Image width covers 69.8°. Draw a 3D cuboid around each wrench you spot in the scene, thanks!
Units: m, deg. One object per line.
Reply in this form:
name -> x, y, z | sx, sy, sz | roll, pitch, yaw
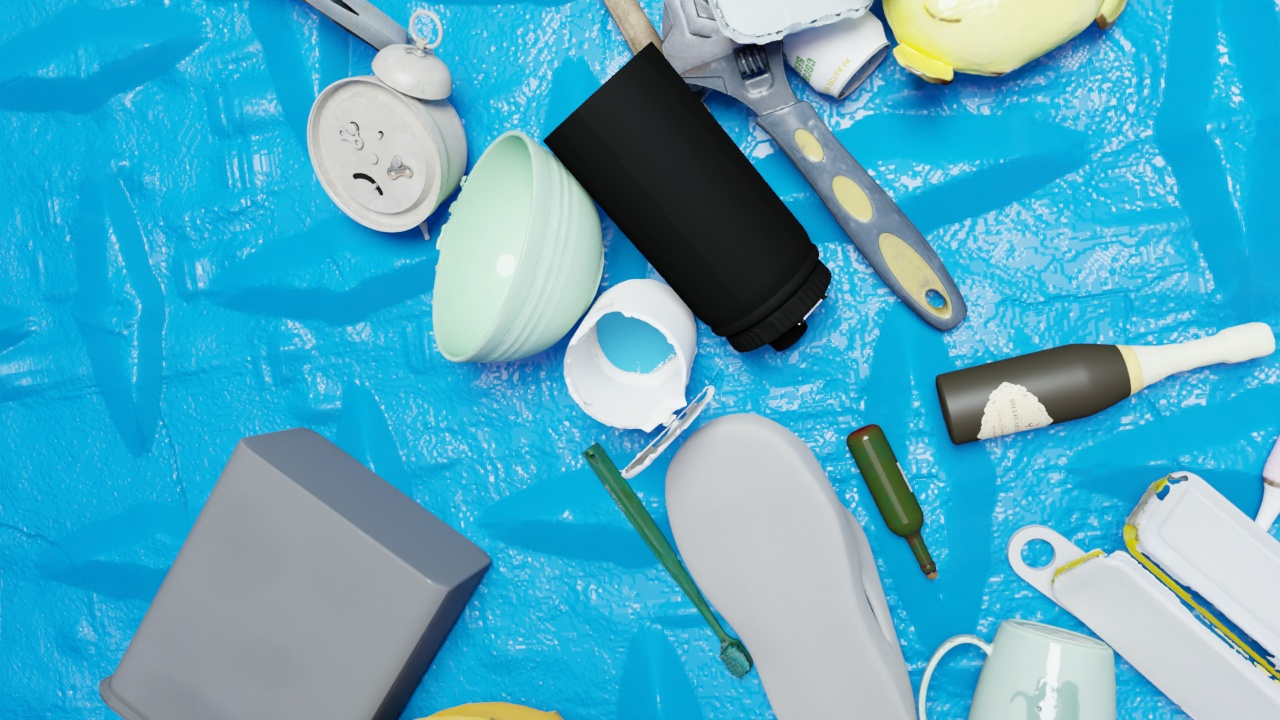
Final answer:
wrench -> 0.110, -0.124, 0.563 | 0.073, 0.022, 0.273 | -38, 99, 20
wrench -> 0.352, 0.184, 0.559 | 0.273, 0.018, 0.087 | 38, 101, 10

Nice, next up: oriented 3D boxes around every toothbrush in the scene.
toothbrush -> 0.391, 0.045, 0.537 | 0.026, 0.027, 0.223 | 25, 100, 26
toothbrush -> 0.018, 0.138, 0.635 | 0.016, 0.017, 0.190 | -37, 85, 13

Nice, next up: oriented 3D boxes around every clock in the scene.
clock -> -0.160, -0.162, 0.620 | 0.103, 0.061, 0.157 | 32, 126, 4

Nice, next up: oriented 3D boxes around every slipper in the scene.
slipper -> 0.108, 0.143, 0.593 | 0.113, 0.080, 0.266 | -20, 104, 34

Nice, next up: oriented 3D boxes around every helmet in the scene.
helmet -> -0.110, 0.323, 0.618 | 0.256, 0.131, 0.205 | -37, 84, 13

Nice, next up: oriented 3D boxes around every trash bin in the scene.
trash bin -> -0.246, 0.191, 0.662 | 0.192, 0.097, 0.220 | 33, 99, 9

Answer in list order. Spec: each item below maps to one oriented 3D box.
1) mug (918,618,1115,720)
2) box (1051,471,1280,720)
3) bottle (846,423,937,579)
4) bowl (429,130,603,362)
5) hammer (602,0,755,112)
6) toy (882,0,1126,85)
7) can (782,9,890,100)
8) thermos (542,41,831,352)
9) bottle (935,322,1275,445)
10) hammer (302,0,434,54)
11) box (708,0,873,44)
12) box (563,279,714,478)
mug -> 0.228, 0.212, 0.558 | 0.111, 0.084, 0.104 | 10, 85, 19
box -> 0.352, 0.168, 0.523 | 0.210, 0.057, 0.117 | 42, 108, 9
bottle -> 0.166, 0.092, 0.593 | 0.025, 0.025, 0.106 | -26, 87, 13
bowl -> -0.073, -0.065, 0.597 | 0.077, 0.151, 0.151 | 16, 99, -31
hammer -> -0.044, -0.289, 0.612 | 0.122, 0.048, 0.318 | -31, 85, 16
toy -> 0.205, -0.271, 0.533 | 0.149, 0.084, 0.214 | -8, 94, 15
can -> 0.104, -0.215, 0.574 | 0.055, 0.055, 0.101 | -44, 83, 12
thermos -> 0.039, -0.087, 0.562 | 0.086, 0.086, 0.198 | -39, 104, 12
bottle -> 0.276, 0.009, 0.551 | 0.185, 0.045, 0.045 | -14, 90, 14
hammer -> -0.299, -0.298, 0.646 | 0.333, 0.117, 0.025 | 33, 95, 15
box -> 0.059, -0.281, 0.531 | 0.127, 0.106, 0.214 | -22, 63, 21
box -> -0.001, 0.005, 0.559 | 0.084, 0.165, 0.092 | -36, 98, 16
